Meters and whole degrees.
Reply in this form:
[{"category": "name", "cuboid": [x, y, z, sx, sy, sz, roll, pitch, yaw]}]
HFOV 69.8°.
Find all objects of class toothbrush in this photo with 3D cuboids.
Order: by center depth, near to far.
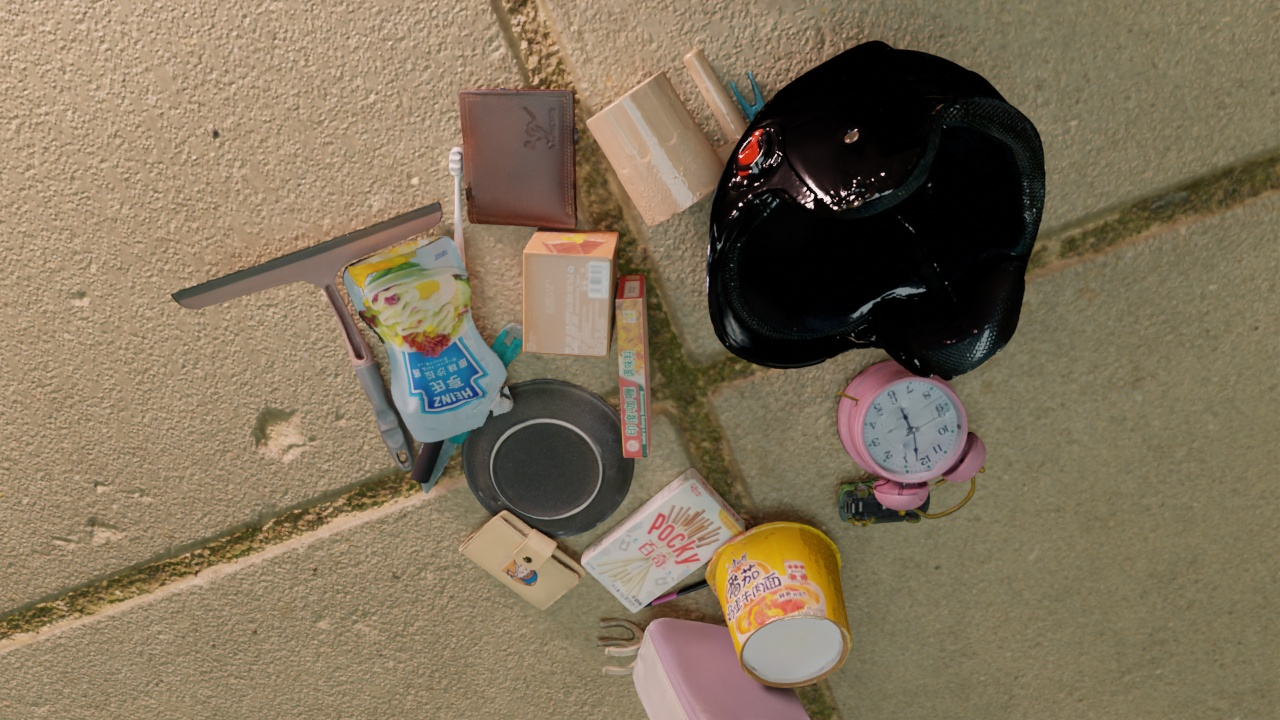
[{"category": "toothbrush", "cuboid": [-0.169, -0.106, 0.852, 0.016, 0.016, 0.180, 5, 112, 3]}, {"category": "toothbrush", "cuboid": [0.087, 0.228, 0.974, 0.189, 0.014, 0.018, -22, 99, 11]}]

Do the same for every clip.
[{"category": "clip", "cuboid": [0.098, -0.221, 0.798, 0.043, 0.014, 0.056, -25, 106, 11]}, {"category": "clip", "cuboid": [-0.001, 0.315, 0.984, 0.103, 0.092, 0.035, 13, 111, 9]}]

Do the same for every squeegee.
[{"category": "squeegee", "cuboid": [-0.270, -0.001, 0.886, 0.247, 0.040, 0.250, -21, 116, -8]}]

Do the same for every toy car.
[{"category": "toy car", "cuboid": [0.243, 0.140, 0.921, 0.091, 0.036, 0.043, -3, 110, 4]}]

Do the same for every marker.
[{"category": "marker", "cuboid": [-0.196, 0.062, 0.910, 0.022, 0.020, 0.132, 28, 104, 15]}]

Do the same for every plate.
[{"category": "plate", "cuboid": [-0.094, 0.106, 0.928, 0.179, 0.024, 0.180, 1, 112, 2]}]

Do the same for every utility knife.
[{"category": "utility knife", "cuboid": [-0.169, 0.049, 0.911, 0.029, 0.013, 0.217, 39, 110, 19]}]

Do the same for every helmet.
[{"category": "helmet", "cuboid": [0.171, -0.117, 0.725, 0.275, 0.229, 0.233, -29, 132, 19]}]

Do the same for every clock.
[{"category": "clock", "cuboid": [0.259, 0.077, 0.868, 0.117, 0.059, 0.158, -29, 99, 4]}]

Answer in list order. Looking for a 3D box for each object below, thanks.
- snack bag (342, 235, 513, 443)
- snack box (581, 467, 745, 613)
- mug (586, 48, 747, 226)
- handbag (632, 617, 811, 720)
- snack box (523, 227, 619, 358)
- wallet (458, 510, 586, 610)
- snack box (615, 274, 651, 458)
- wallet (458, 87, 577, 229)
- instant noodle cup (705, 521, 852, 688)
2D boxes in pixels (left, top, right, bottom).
[{"category": "snack bag", "cuboid": [-0.193, -0.015, 0.854, 0.110, 0.039, 0.191, -20, 114, -5]}, {"category": "snack box", "cuboid": [0.023, 0.189, 0.955, 0.157, 0.026, 0.084, -39, 105, 16]}, {"category": "mug", "cuboid": [0.029, -0.192, 0.784, 0.124, 0.084, 0.103, -37, 105, -10]}, {"category": "handbag", "cuboid": [0.089, 0.352, 0.907, 0.144, 0.197, 0.098, 7, 109, -21]}, {"category": "snack box", "cuboid": [-0.062, -0.062, 0.823, 0.077, 0.094, 0.093, 3, 111, 1]}, {"category": "wallet", "cuboid": [-0.122, 0.210, 0.963, 0.115, 0.024, 0.087, 41, 120, -11]}, {"category": "snack box", "cuboid": [-0.005, 0.005, 0.856, 0.027, 0.077, 0.156, -2, 111, 3]}, {"category": "wallet", "cuboid": [-0.106, -0.179, 0.815, 0.101, 0.032, 0.125, 0, 112, 0]}, {"category": "instant noodle cup", "cuboid": [0.143, 0.248, 0.913, 0.138, 0.109, 0.138, -2, 124, -2]}]
